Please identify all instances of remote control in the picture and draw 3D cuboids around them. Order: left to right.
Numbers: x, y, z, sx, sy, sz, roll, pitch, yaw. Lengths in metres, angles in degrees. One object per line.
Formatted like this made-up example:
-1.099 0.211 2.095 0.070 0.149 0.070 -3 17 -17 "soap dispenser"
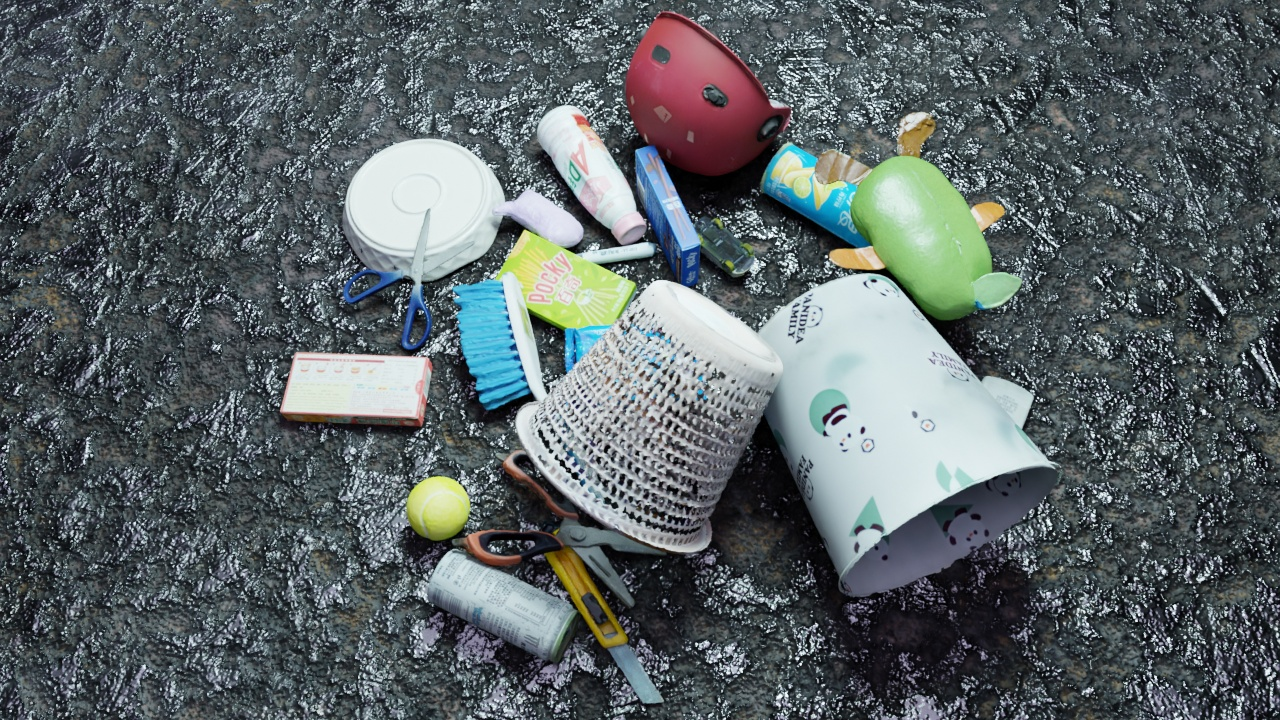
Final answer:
0.377 0.087 0.999 0.058 0.021 0.149 25 66 14 "remote control"

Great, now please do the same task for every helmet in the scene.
0.065 -0.307 1.108 0.207 0.239 0.144 38 102 8 "helmet"

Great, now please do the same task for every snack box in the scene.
-0.320 0.032 1.040 0.156 0.027 0.076 2 63 3 "snack box"
-0.091 -0.084 1.085 0.156 0.026 0.085 27 81 14 "snack box"
0.032 -0.173 1.106 0.026 0.085 0.157 -19 64 -8 "snack box"

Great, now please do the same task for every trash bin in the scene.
0.024 0.040 0.880 0.227 0.227 0.192 39 105 19 "trash bin"
0.238 0.067 0.911 0.229 0.230 0.251 -21 58 -10 "trash bin"

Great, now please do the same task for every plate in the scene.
-0.274 -0.197 1.147 0.205 0.046 0.204 0 63 0 "plate"

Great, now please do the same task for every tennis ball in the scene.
-0.210 0.154 0.953 0.065 0.065 0.065 -1 63 1 "tennis ball"

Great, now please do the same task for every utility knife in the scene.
-0.043 0.251 0.927 0.033 0.015 0.219 -32 67 -12 "utility knife"

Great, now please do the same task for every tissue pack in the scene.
-0.006 0.006 1.018 0.157 0.052 0.095 -2 84 0 "tissue pack"

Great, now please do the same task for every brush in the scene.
-0.125 0.036 1.011 0.109 0.060 0.314 -18 68 6 "brush"

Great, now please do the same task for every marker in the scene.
-0.045 -0.125 1.121 0.130 0.018 0.022 -9 73 -3 "marker"

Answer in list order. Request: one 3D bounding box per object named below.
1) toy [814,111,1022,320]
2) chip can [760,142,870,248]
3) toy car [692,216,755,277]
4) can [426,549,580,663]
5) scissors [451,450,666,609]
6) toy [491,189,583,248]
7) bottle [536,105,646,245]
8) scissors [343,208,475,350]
0.304 -0.148 1.009 0.226 0.090 0.246 -21 73 -12 "toy"
0.251 -0.185 1.114 0.210 0.071 0.071 36 69 18 "chip can"
0.098 -0.135 1.113 0.042 0.035 0.090 -42 70 -17 "toy car"
-0.136 0.243 0.909 0.147 0.058 0.058 22 65 12 "can"
-0.083 0.172 0.952 0.225 0.015 0.188 4 46 -14 "scissors"
-0.120 -0.173 1.131 0.108 0.039 0.083 35 41 13 "toy"
-0.058 -0.230 1.151 0.068 0.068 0.197 -28 70 -13 "bottle"
-0.271 -0.093 1.080 0.176 0.012 0.162 -12 83 7 "scissors"
